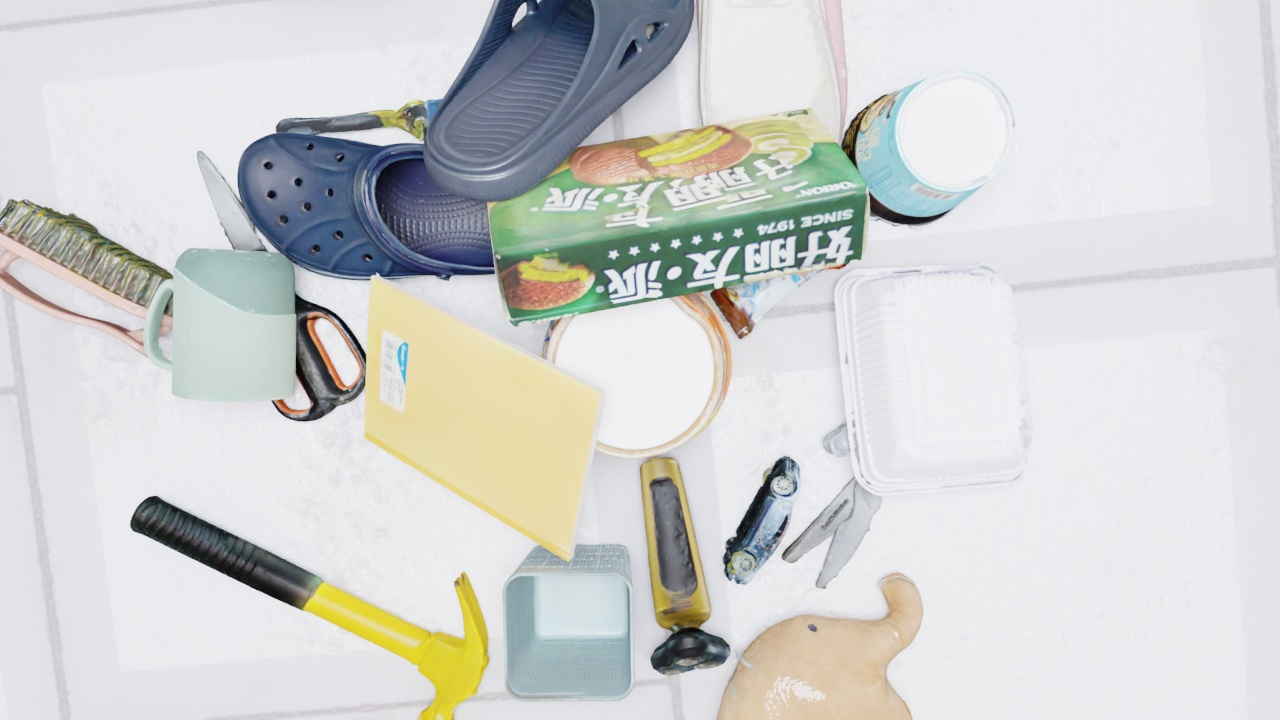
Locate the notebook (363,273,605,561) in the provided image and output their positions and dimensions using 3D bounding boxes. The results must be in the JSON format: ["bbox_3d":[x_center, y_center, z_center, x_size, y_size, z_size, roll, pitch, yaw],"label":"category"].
[{"bbox_3d":[-0.121,0.040,0.656,0.206,0.010,0.146,25,121,24],"label":"notebook"}]

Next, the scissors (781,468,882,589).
[{"bbox_3d":[0.187,0.072,0.718,0.197,0.015,0.214,-11,94,2],"label":"scissors"}]

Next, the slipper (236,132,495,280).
[{"bbox_3d":[-0.177,-0.109,0.679,0.253,0.095,0.105,7,91,-3],"label":"slipper"}]

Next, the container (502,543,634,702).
[{"bbox_3d":[-0.048,0.187,0.680,0.090,0.111,0.090,-1,92,1],"label":"container"}]

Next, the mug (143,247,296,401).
[{"bbox_3d":[-0.310,-0.028,0.673,0.112,0.082,0.106,3,96,8],"label":"mug"}]

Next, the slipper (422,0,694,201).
[{"bbox_3d":[-0.050,-0.218,0.617,0.111,0.083,0.267,24,61,19],"label":"slipper"}]

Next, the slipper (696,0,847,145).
[{"bbox_3d":[0.093,-0.249,0.681,0.114,0.054,0.274,-6,103,6],"label":"slipper"}]

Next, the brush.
[{"bbox_3d":[-0.421,-0.061,0.702,0.145,0.063,0.073,29,89,-2],"label":"brush"}]

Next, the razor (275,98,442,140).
[{"bbox_3d":[-0.212,-0.184,0.711,0.143,0.022,0.043,-2,137,5],"label":"razor"}]

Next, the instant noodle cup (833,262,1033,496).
[{"bbox_3d":[0.221,0.008,0.672,0.138,0.060,0.173,-4,80,-4],"label":"instant noodle cup"}]

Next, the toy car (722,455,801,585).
[{"bbox_3d":[0.096,0.123,0.705,0.031,0.049,0.105,27,94,-4],"label":"toy car"}]

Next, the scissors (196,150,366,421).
[{"bbox_3d":[-0.306,-0.054,0.719,0.235,0.021,0.125,44,94,-1],"label":"scissors"}]

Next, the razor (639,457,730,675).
[{"bbox_3d":[0.027,0.157,0.704,0.062,0.067,0.167,-9,86,1],"label":"razor"}]

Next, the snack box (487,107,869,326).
[{"bbox_3d":[0.019,-0.099,0.614,0.240,0.114,0.063,-10,131,-4],"label":"snack box"}]

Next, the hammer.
[{"bbox_3d":[-0.258,0.184,0.725,0.301,0.033,0.129,26,93,0],"label":"hammer"}]

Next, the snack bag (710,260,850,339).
[{"bbox_3d":[0.107,-0.064,0.707,0.104,0.026,0.048,-33,80,2],"label":"snack bag"}]

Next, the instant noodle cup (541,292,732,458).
[{"bbox_3d":[-0.004,0.004,0.670,0.151,0.111,0.151,0,93,1],"label":"instant noodle cup"}]

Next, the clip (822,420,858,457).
[{"bbox_3d":[0.166,0.052,0.703,0.057,0.028,0.024,-40,90,-1],"label":"clip"}]

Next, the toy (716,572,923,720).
[{"bbox_3d":[0.135,0.259,0.700,0.143,0.082,0.226,25,90,-6],"label":"toy"}]

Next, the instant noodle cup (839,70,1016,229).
[{"bbox_3d":[0.206,-0.154,0.652,0.111,0.120,0.111,0,93,1],"label":"instant noodle cup"}]
